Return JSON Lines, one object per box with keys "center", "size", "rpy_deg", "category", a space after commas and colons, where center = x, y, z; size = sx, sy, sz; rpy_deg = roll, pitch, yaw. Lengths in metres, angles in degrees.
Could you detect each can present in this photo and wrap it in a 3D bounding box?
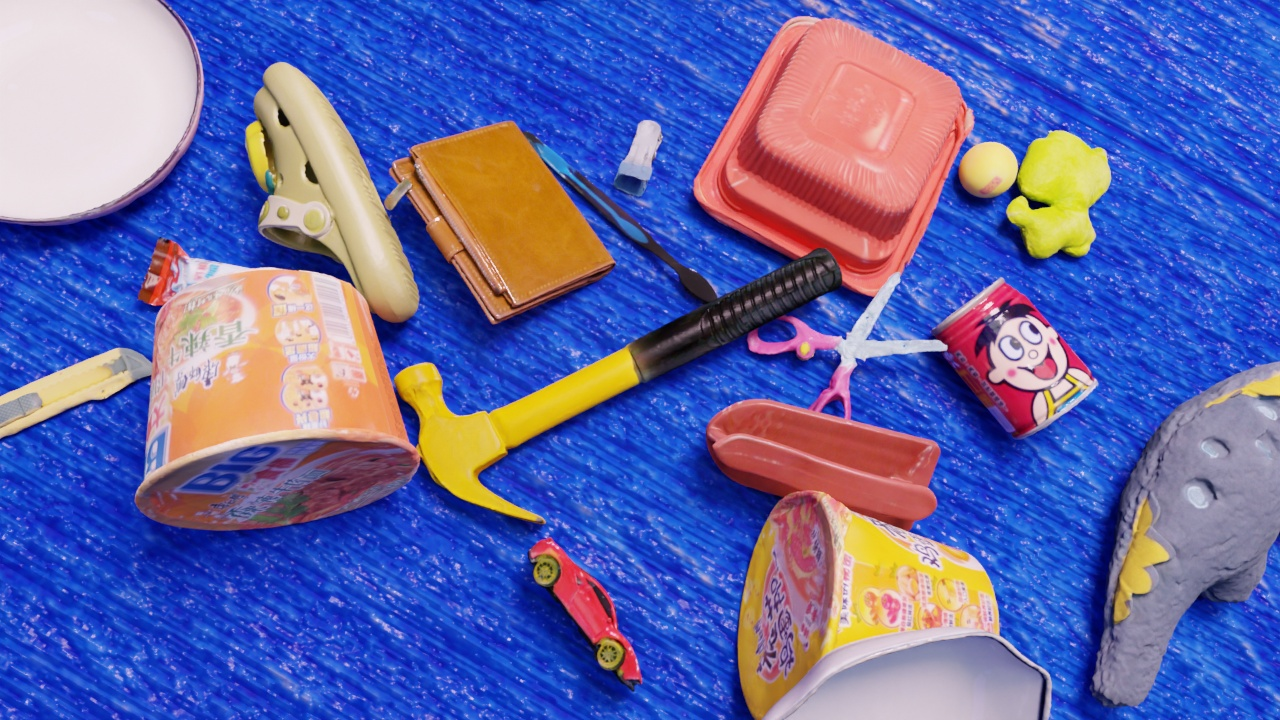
{"center": [0.250, -0.002, 0.622], "size": [0.066, 0.067, 0.094], "rpy_deg": [-35, 81, -13], "category": "can"}

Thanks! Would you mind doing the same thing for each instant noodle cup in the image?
{"center": [-0.213, 0.023, 0.537], "size": [0.151, 0.151, 0.111], "rpy_deg": [-12, 68, -9], "category": "instant noodle cup"}
{"center": [0.132, 0.154, 0.539], "size": [0.109, 0.138, 0.138], "rpy_deg": [14, 74, -10], "category": "instant noodle cup"}
{"center": [0.146, -0.159, 0.649], "size": [0.164, 0.079, 0.188], "rpy_deg": [27, 73, 2], "category": "instant noodle cup"}

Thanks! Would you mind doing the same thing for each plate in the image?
{"center": [-0.392, -0.175, 0.623], "size": [0.192, 0.039, 0.192], "rpy_deg": [1, 75, -5], "category": "plate"}
{"center": [0.129, 0.240, 0.492], "size": [0.162, 0.034, 0.266], "rpy_deg": [-10, 118, -8], "category": "plate"}

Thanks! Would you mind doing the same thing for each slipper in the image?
{"center": [-0.212, -0.102, 0.596], "size": [0.081, 0.092, 0.190], "rpy_deg": [-27, 82, -9], "category": "slipper"}

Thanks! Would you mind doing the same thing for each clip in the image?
{"center": [0.001, -0.149, 0.663], "size": [0.027, 0.043, 0.058], "rpy_deg": [20, 66, 3], "category": "clip"}

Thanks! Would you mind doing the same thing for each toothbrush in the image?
{"center": [-0.017, -0.102, 0.654], "size": [0.189, 0.016, 0.014], "rpy_deg": [42, 84, 9], "category": "toothbrush"}

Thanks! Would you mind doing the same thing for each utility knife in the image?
{"center": [-0.404, 0.039, 0.580], "size": [0.190, 0.020, 0.031], "rpy_deg": [-28, 73, -7], "category": "utility knife"}

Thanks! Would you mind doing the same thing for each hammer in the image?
{"center": [-0.004, 0.004, 0.605], "size": [0.300, 0.033, 0.128], "rpy_deg": [-27, 81, -7], "category": "hammer"}

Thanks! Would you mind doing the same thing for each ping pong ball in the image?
{"center": [0.255, -0.139, 0.673], "size": [0.040, 0.040, 0.040], "rpy_deg": [1, 75, -5], "category": "ping pong ball"}

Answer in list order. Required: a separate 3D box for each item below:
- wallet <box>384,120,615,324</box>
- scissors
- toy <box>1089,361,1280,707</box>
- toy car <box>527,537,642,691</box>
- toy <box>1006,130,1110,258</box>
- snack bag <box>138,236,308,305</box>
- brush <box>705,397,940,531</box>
{"center": [-0.095, -0.095, 0.615], "size": [0.118, 0.035, 0.130], "rpy_deg": [-28, 79, -34], "category": "wallet"}
{"center": [0.139, 0.000, 0.624], "size": [0.133, 0.017, 0.130], "rpy_deg": [-1, 81, 11], "category": "scissors"}
{"center": [0.409, 0.078, 0.604], "size": [0.356, 0.091, 0.138], "rpy_deg": [-32, 92, -10], "category": "toy"}
{"center": [-0.031, 0.155, 0.563], "size": [0.031, 0.049, 0.106], "rpy_deg": [-35, 79, -12], "category": "toy car"}
{"center": [0.309, -0.125, 0.678], "size": [0.096, 0.031, 0.100], "rpy_deg": [-5, 81, -16], "category": "toy"}
{"center": [-0.272, -0.048, 0.607], "size": [0.104, 0.026, 0.048], "rpy_deg": [14, 86, -1], "category": "snack bag"}
{"center": [0.112, 0.064, 0.583], "size": [0.146, 0.069, 0.063], "rpy_deg": [16, 104, 0], "category": "brush"}
